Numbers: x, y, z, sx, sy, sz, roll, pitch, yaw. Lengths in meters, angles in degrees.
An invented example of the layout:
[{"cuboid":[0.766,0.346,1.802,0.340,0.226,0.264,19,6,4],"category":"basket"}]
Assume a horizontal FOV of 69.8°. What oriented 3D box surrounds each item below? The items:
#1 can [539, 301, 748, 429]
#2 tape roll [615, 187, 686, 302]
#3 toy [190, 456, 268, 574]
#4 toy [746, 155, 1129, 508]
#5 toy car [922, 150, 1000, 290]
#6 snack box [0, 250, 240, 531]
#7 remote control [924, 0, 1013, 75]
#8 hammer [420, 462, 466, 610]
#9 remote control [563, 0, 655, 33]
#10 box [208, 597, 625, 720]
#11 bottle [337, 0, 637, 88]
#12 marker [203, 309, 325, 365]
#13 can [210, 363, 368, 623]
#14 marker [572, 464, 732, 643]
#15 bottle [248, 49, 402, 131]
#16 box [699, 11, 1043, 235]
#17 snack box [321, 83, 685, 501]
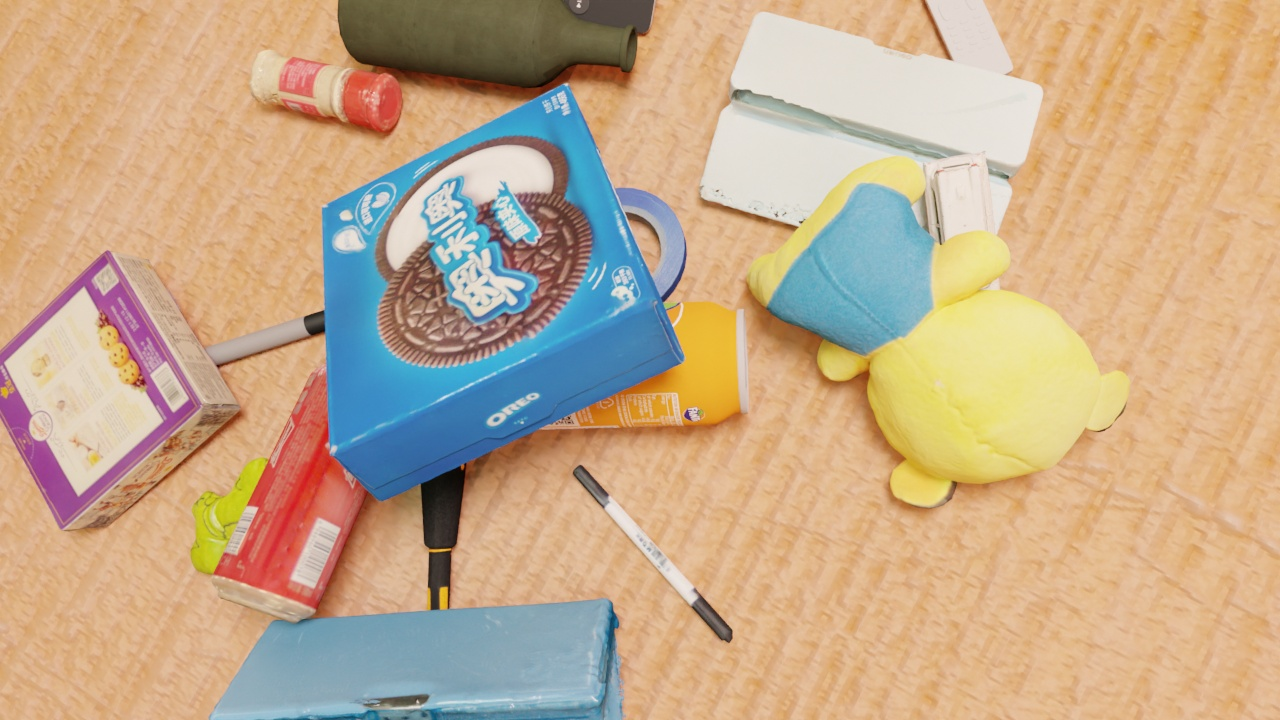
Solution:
[{"cuboid":[-0.004,0.003,0.591,0.142,0.079,0.079,-2,81,9],"category":"can"},{"cuboid":[-0.015,-0.074,0.637,0.093,0.016,0.091,4,82,10],"category":"tape roll"},{"cuboid":[-0.275,0.112,0.641,0.094,0.036,0.094,3,88,12],"category":"toy"},{"cuboid":[0.167,-0.010,0.548,0.214,0.083,0.149,50,129,6],"category":"toy"},{"cuboid":[0.203,-0.070,0.574,0.039,0.039,0.113,-8,104,15],"category":"toy car"},{"cuboid":[-0.384,0.022,0.659,0.148,0.040,0.143,-39,77,10],"category":"snack box"},{"cuboid":[0.214,-0.247,0.630,0.033,0.012,0.131,-21,79,8],"category":"remote control"},{"cuboid":[-0.132,0.127,0.618,0.123,0.036,0.320,0,84,8],"category":"hammer"},{"cuboid":[-0.060,-0.273,0.664,0.147,0.008,0.045,14,116,6],"category":"remote control"},{"cuboid":[-0.126,0.217,0.567,0.232,0.094,0.102,-6,113,6],"category":"box"},{"cuboid":[-0.105,-0.233,0.648,0.207,0.071,0.071,11,83,10],"category":"bottle"},{"cuboid":[-0.258,-0.020,0.667,0.140,0.016,0.016,-17,79,6],"category":"marker"},{"cuboid":[-0.213,0.081,0.601,0.067,0.067,0.169,14,68,11],"category":"can"},{"cuboid":[0.008,0.126,0.606,0.011,0.011,0.152,-44,77,0],"category":"marker"},{"cuboid":[-0.233,-0.200,0.678,0.109,0.044,0.044,15,84,12],"category":"bottle"},{"cuboid":[0.150,-0.146,0.606,0.197,0.049,0.136,19,92,10],"category":"box"},{"cuboid":[-0.099,-0.054,0.572,0.195,0.056,0.238,-25,48,5],"category":"snack box"}]
